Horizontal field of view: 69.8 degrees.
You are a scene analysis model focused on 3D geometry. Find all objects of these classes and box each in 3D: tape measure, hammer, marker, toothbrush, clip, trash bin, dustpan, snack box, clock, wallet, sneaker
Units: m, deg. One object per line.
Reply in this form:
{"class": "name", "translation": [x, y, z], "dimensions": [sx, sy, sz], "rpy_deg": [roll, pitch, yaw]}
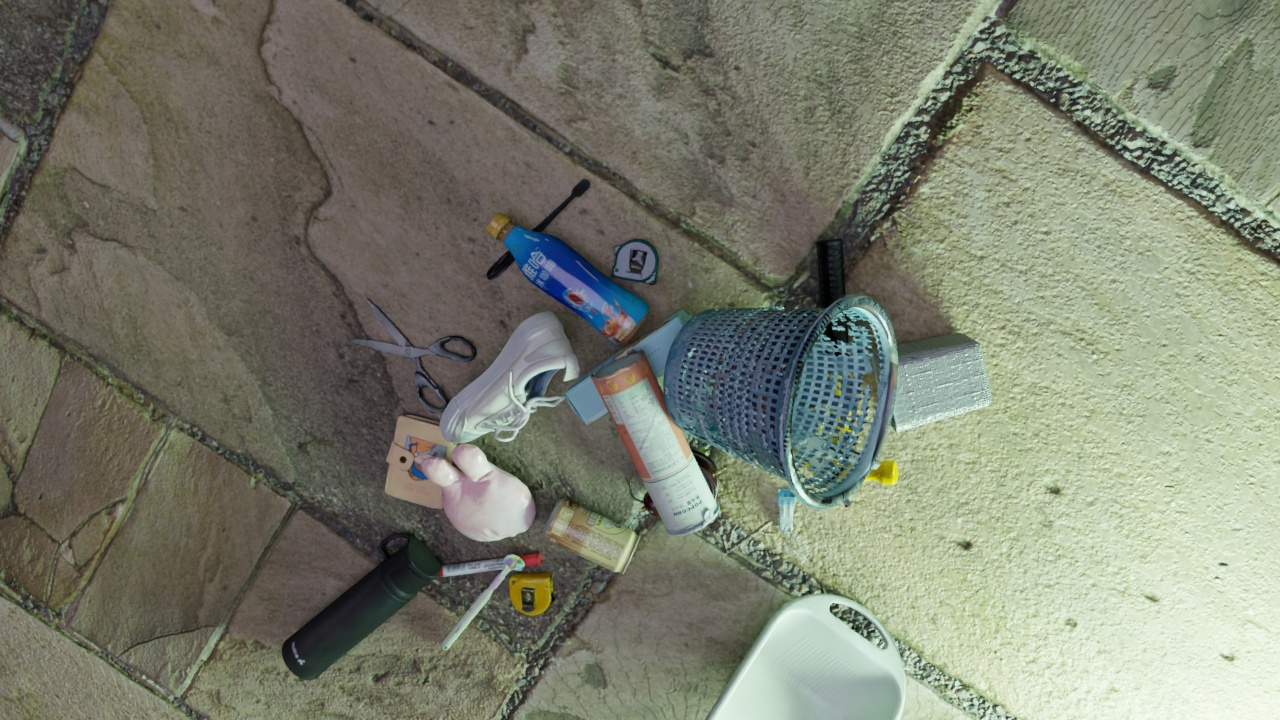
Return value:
{"class": "tape measure", "translation": [-0.006, -0.121, 1.123], "dimensions": [0.058, 0.025, 0.054], "rpy_deg": [10, 103, 4]}
{"class": "hammer", "translation": [0.236, 0.006, 1.103], "dimensions": [0.129, 0.032, 0.301], "rpy_deg": [-2, 97, 25]}
{"class": "marker", "translation": [-0.204, 0.275, 1.234], "dimensions": [0.145, 0.017, 0.017], "rpy_deg": [-9, 100, 9]}
{"class": "toothbrush", "translation": [-0.218, 0.329, 1.237], "dimensions": [0.029, 0.020, 0.190], "rpy_deg": [34, 111, -14]}
{"class": "clip", "translation": [0.184, 0.193, 1.166], "dimensions": [0.027, 0.043, 0.058], "rpy_deg": [3, 109, 4]}
{"class": "trash bin", "translation": [0.143, 0.028, 1.008], "dimensions": [0.195, 0.226, 0.227], "rpy_deg": [14, 106, 41]}
{"class": "dustpan", "translation": [0.213, 0.424, 1.123], "dimensions": [0.222, 0.256, 0.143], "rpy_deg": [36, 127, -1]}
{"class": "toothbrush", "translation": [-0.128, -0.161, 1.137], "dimensions": [0.181, 0.018, 0.015], "rpy_deg": [-41, 104, 15]}
{"class": "snack box", "translation": [-0.007, 0.007, 1.124], "dimensions": [0.175, 0.074, 0.051], "rpy_deg": [-34, 96, 12]}
{"class": "clock", "translation": [0.046, 0.158, 1.157], "dimensions": [0.122, 0.055, 0.082], "rpy_deg": [2, 102, 4]}
{"class": "wallet", "translation": [-0.292, 0.132, 1.214], "dimensions": [0.087, 0.024, 0.115], "rpy_deg": [14, 104, -1]}
{"class": "sneaker", "translation": [-0.155, 0.047, 1.115], "dimensions": [0.243, 0.089, 0.090], "rpy_deg": [-44, 72, 35]}
{"class": "tape measure", "translation": [-0.146, 0.312, 1.228], "dimensions": [0.060, 0.028, 0.057], "rpy_deg": [-3, 102, 8]}

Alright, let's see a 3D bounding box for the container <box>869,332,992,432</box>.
{"class": "container", "translation": [0.340, 0.021, 1.077], "dimensions": [0.114, 0.090, 0.090], "rpy_deg": [-14, 100, 7]}

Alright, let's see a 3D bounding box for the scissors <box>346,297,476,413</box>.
{"class": "scissors", "translation": [-0.294, -0.010, 1.189], "dimensions": [0.159, 0.014, 0.180], "rpy_deg": [-21, 97, 11]}

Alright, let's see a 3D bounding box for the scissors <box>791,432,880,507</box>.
{"class": "scissors", "translation": [0.181, 0.082, 1.113], "dimensions": [0.189, 0.015, 0.227], "rpy_deg": [-17, 90, 27]}

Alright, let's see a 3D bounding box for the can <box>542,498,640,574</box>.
{"class": "can", "translation": [-0.064, 0.227, 1.184], "dimensions": [0.116, 0.058, 0.058], "rpy_deg": [25, 103, 2]}

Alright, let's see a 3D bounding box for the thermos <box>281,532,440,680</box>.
{"class": "thermos", "translation": [-0.383, 0.330, 1.250], "dimensions": [0.243, 0.068, 0.090], "rpy_deg": [-40, 61, 11]}

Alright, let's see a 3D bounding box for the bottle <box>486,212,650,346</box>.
{"class": "bottle", "translation": [-0.091, -0.104, 1.114], "dimensions": [0.218, 0.065, 0.065], "rpy_deg": [37, 103, -3]}

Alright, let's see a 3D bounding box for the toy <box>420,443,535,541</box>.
{"class": "toy", "translation": [-0.207, 0.170, 1.177], "dimensions": [0.121, 0.054, 0.159], "rpy_deg": [-19, 121, 17]}

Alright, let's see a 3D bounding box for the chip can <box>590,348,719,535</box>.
{"class": "chip can", "translation": [0.017, 0.096, 1.071], "dimensions": [0.071, 0.071, 0.215], "rpy_deg": [-23, 104, 11]}
